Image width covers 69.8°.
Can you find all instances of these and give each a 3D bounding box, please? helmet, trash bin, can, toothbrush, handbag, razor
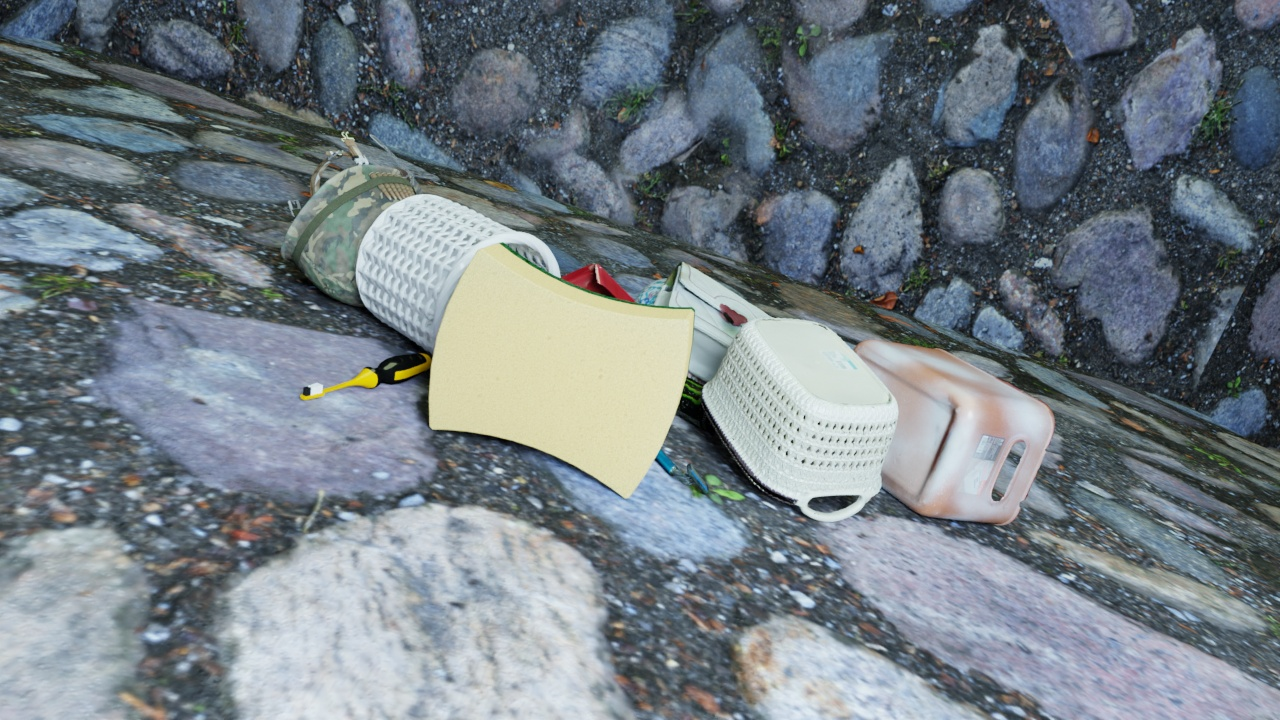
[{"bbox_3d":[-0.393,-0.188,1.271,0.236,0.193,0.223,42,38,0],"label":"helmet"},{"bbox_3d":[0.390,0.091,1.253,0.157,0.182,0.260,9,18,-27],"label":"trash bin"},{"bbox_3d":[0.057,0.048,1.248,0.138,0.054,0.053,29,18,36],"label":"can"},{"bbox_3d":[-0.291,0.018,0.991,0.031,0.031,0.196,19,18,21],"label":"toothbrush"},{"bbox_3d":[0.118,-0.047,1.347,0.198,0.096,0.141,30,44,-10],"label":"handbag"},{"bbox_3d":[0.029,0.112,1.048,0.042,0.022,0.144,53,-11,-32],"label":"razor"}]

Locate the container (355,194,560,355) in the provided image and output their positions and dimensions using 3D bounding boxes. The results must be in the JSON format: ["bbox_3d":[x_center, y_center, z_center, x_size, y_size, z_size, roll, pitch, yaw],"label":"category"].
[{"bbox_3d":[-0.231,-0.097,1.162,0.187,0.189,0.189,28,17,36],"label":"container"}]

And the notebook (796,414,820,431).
[{"bbox_3d":[0.216,0.057,1.482,0.231,0.019,0.168,30,19,37],"label":"notebook"}]

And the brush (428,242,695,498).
[{"bbox_3d":[-0.080,0.008,0.944,0.250,0.195,0.075,19,15,4],"label":"brush"}]

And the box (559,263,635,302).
[{"bbox_3d":[-0.080,-0.016,1.084,0.135,0.158,0.117,34,38,-57],"label":"box"}]

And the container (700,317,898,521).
[{"bbox_3d":[0.193,0.056,1.103,0.184,0.143,0.251,3,33,-26],"label":"container"}]

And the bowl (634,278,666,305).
[{"bbox_3d":[0.034,-0.049,1.437,0.144,0.144,0.074,24,31,22],"label":"bowl"}]

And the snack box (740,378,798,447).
[{"bbox_3d":[0.182,0.039,1.262,0.080,0.147,0.025,16,-17,-9],"label":"snack box"}]

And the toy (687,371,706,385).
[{"bbox_3d":[0.055,0.014,1.371,0.099,0.053,0.096,-4,24,-42],"label":"toy"}]
